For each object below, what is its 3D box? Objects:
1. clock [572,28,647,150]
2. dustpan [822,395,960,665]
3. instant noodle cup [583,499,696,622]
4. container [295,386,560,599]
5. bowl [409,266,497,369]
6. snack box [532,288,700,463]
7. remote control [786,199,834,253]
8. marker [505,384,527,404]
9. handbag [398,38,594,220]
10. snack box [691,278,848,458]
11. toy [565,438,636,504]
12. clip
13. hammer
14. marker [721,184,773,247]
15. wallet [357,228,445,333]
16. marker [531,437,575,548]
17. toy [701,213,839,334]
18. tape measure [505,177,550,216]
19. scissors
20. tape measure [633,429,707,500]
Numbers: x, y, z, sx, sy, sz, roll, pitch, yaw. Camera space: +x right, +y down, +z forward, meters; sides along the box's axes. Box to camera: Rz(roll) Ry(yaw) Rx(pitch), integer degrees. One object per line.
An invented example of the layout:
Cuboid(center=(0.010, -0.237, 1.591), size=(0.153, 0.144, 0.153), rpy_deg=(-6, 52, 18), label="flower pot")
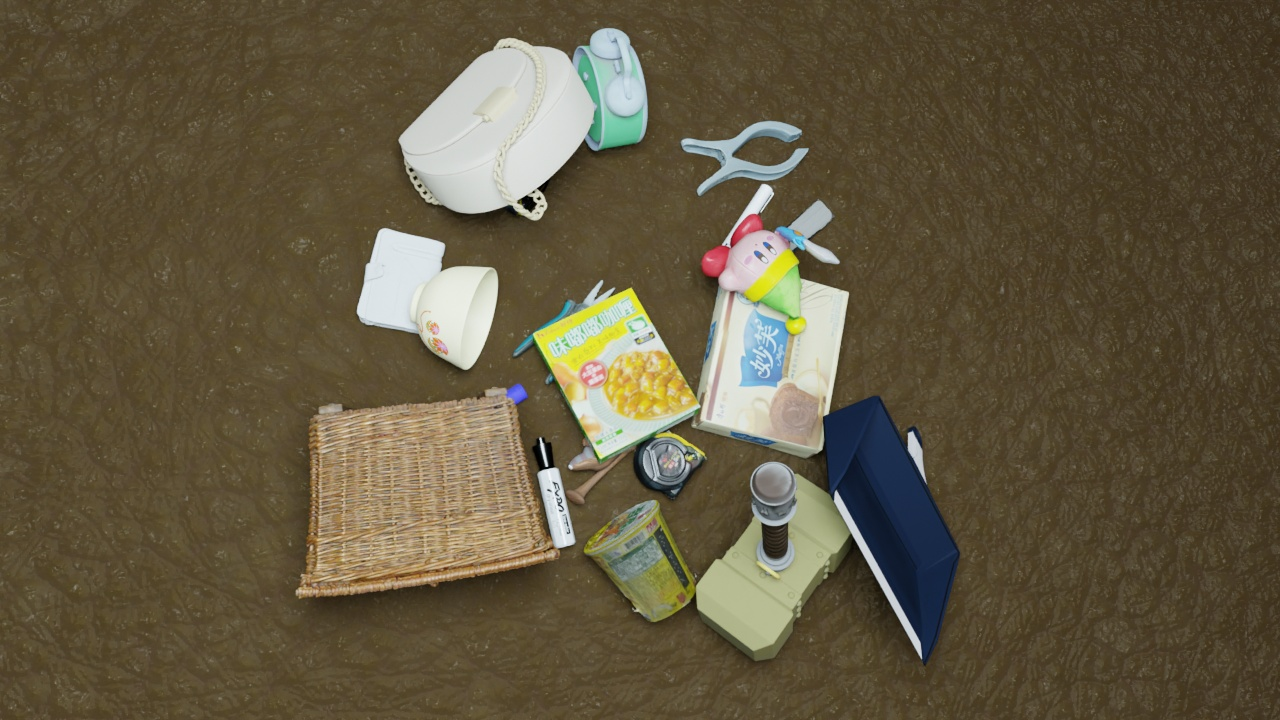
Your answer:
Cuboid(center=(-0.038, -0.324, 1.090), size=(0.075, 0.162, 0.122), rpy_deg=(-13, 80, -15), label="clock")
Cuboid(center=(0.295, 0.158, 1.042), size=(0.080, 0.272, 0.236), rpy_deg=(-25, 107, 18), label="dustpan")
Cuboid(center=(0.006, 0.225, 1.020), size=(0.102, 0.102, 0.108), rpy_deg=(-34, 95, -16), label="instant noodle cup")
Cuboid(center=(-0.225, 0.129, 0.946), size=(0.249, 0.162, 0.183), rpy_deg=(-6, 86, -13), label="container")
Cuboid(center=(-0.215, -0.056, 1.028), size=(0.074, 0.118, 0.117), rpy_deg=(16, 75, 4), label="bowl")
Cuboid(center=(-0.028, 0.015, 1.055), size=(0.131, 0.027, 0.168), rpy_deg=(-26, 75, -14), label="snack box")
Cuboid(center=(0.193, -0.155, 1.176), size=(0.136, 0.013, 0.033), rpy_deg=(-41, 89, -18), label="remote control")
Cuboid(center=(-0.195, 0.070, 1.049), size=(0.141, 0.020, 0.020), rpy_deg=(-32, 85, -16), label="marker")
Cuboid(center=(-0.160, -0.262, 1.052), size=(0.209, 0.103, 0.210), rpy_deg=(24, 68, 41), label="handbag")
Cuboid(center=(0.158, -0.002, 1.113), size=(0.153, 0.055, 0.207), rpy_deg=(15, 75, -7), label="snack box")
Cuboid(center=(-0.050, 0.113, 1.057), size=(0.101, 0.042, 0.055), rpy_deg=(-41, 110, -24), label="toy")
Cuboid(center=(0.131, -0.279, 1.185), size=(0.163, 0.028, 0.108), rpy_deg=(-18, 80, -15), label="clip")
Cuboid(center=(0.136, 0.175, 0.923), size=(0.101, 0.325, 0.190), rpy_deg=(33, 72, 23), label="hammer")
Cuboid(center=(0.129, -0.168, 1.164), size=(0.020, 0.017, 0.133), rpy_deg=(35, 74, -4), label="marker")
Cuboid(center=(-0.276, -0.093, 1.062), size=(0.086, 0.032, 0.116), rpy_deg=(8, 76, -12), label="wallet")
Cuboid(center=(-0.100, 0.150, 1.046), size=(0.025, 0.025, 0.126), rpy_deg=(-12, 80, -13), label="marker")
Cuboid(center=(0.153, -0.101, 1.076), size=(0.131, 0.097, 0.124), rpy_deg=(38, 65, 20), label="toy")
Cuboid(center=(-0.137, -0.208, 1.097), size=(0.038, 0.063, 0.067), rpy_deg=(33, 75, -3), label="tape measure")
Cuboid(center=(-0.089, -0.034, 1.092), size=(0.122, 0.019, 0.149), rpy_deg=(3, 72, -6), label="scissors")
Cuboid(center=(0.029, 0.120, 1.070), size=(0.072, 0.042, 0.071), rpy_deg=(40, 74, -5), label="tape measure")
